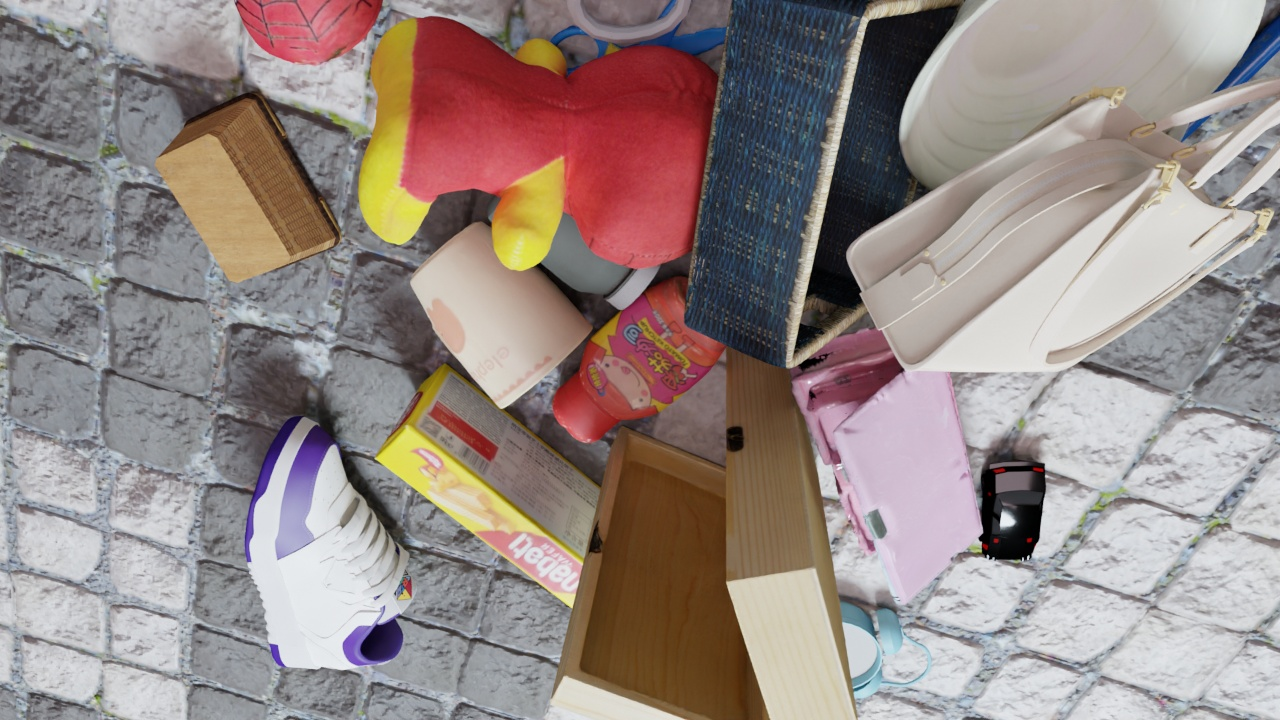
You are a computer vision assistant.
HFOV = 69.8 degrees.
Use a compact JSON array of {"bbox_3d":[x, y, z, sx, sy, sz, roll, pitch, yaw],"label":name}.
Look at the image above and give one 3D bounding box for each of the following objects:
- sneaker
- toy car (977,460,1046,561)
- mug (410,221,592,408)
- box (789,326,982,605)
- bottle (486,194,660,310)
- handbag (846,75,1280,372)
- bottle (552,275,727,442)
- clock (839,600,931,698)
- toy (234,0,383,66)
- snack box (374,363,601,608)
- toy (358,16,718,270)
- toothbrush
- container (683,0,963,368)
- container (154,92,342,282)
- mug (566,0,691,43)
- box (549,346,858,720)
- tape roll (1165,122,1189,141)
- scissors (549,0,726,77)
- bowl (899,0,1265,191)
[{"bbox_3d":[-0.235,0.158,0.727,0.111,0.091,0.245,9,123,1],"label":"sneaker"},{"bbox_3d":[0.272,0.114,0.670,0.042,0.036,0.092,-2,118,8],"label":"toy car"},{"bbox_3d":[-0.104,-0.029,0.620,0.104,0.085,0.112,50,142,-9],"label":"mug"},{"bbox_3d":[0.171,0.077,0.595,0.099,0.080,0.233,-14,137,14],"label":"box"},{"bbox_3d":[-0.041,-0.082,0.588,0.108,0.060,0.060,39,116,-14],"label":"bottle"},{"bbox_3d":[0.239,-0.073,0.466,0.194,0.101,0.198,1,149,-43],"label":"handbag"},{"bbox_3d":[-0.004,0.004,0.636,0.134,0.048,0.071,-41,98,25],"label":"bottle"},{"bbox_3d":[0.176,0.237,0.745,0.123,0.041,0.087,16,119,0],"label":"clock"},{"bbox_3d":[-0.197,-0.238,0.525,0.092,0.062,0.133,-16,104,7],"label":"toy"},{"bbox_3d":[-0.089,0.095,0.672,0.200,0.092,0.042,41,114,-15],"label":"snack box"},{"bbox_3d":[-0.041,-0.121,0.509,0.216,0.099,0.147,4,77,-15],"label":"toy"},{"bbox_3d":[0.319,-0.132,0.542,0.016,0.017,0.190,32,117,-12],"label":"toothbrush"},{"bbox_3d":[0.098,-0.108,0.505,0.071,0.144,0.188,24,123,28],"label":"container"},{"bbox_3d":[-0.257,-0.107,0.599,0.063,0.061,0.114,-18,115,15],"label":"container"},{"bbox_3d":[-0.014,-0.231,0.496,0.096,0.082,0.120,-4,132,9],"label":"mug"},{"bbox_3d":[0.056,0.115,0.577,0.179,0.248,0.142,-31,110,21],"label":"box"},{"bbox_3d":[0.266,-0.146,0.531,0.094,0.019,0.094,6,113,13],"label":"tape roll"},{"bbox_3d":[0.006,-0.175,0.558,0.131,0.018,0.109,-12,119,14],"label":"scissors"},{"bbox_3d":[0.212,-0.161,0.472,0.176,0.057,0.177,-9,150,-5],"label":"bowl"}]
